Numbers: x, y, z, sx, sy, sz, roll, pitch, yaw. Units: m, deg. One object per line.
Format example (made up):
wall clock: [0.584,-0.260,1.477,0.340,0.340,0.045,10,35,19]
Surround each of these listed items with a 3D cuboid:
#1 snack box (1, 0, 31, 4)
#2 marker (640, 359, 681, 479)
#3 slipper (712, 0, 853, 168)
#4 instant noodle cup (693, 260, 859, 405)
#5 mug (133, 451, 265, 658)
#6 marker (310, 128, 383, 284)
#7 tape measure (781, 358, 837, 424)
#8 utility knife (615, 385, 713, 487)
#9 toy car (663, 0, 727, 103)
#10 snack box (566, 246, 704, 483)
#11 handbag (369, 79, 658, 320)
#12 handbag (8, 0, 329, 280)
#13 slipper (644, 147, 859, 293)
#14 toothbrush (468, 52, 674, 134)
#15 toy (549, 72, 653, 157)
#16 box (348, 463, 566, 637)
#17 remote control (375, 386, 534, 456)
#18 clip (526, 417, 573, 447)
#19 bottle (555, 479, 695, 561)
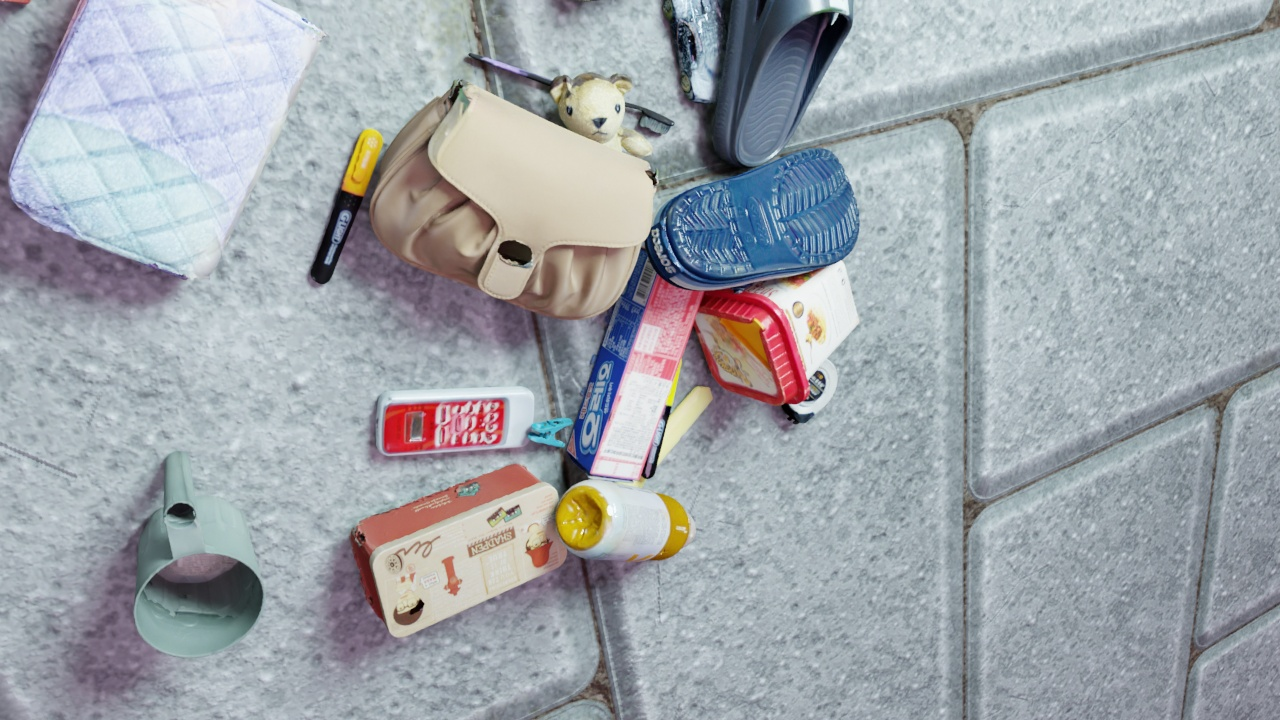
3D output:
snack box: [-0.398,-0.244,0.493,0.127,0.113,0.044,23,97,-32]
marker: [0.019,0.053,0.873,0.018,0.015,0.124,11,96,-20]
slipper: [0.134,-0.275,0.748,0.110,0.083,0.269,-16,132,-37]
instant noodle cup: [0.131,-0.037,0.858,0.124,0.116,0.117,-38,122,-26]
mug: [-0.329,0.137,0.675,0.083,0.103,0.124,-11,111,-25]
marker: [-0.222,-0.115,0.692,0.018,0.015,0.124,19,100,-27]
tape measure: [0.167,0.022,0.938,0.066,0.033,0.066,-39,123,-8]
utility knife: [0.020,0.085,0.893,0.151,0.018,0.031,-47,125,-3]
toy car: [0.054,-0.269,0.774,0.049,0.031,0.106,-25,119,-17]
snack box: [-0.005,0.005,0.827,0.058,0.057,0.207,12,101,-33]
handbag: [-0.091,-0.110,0.685,0.204,0.099,0.148,19,129,-23]
handbag: [-0.307,-0.162,0.596,0.134,0.075,0.194,25,96,-37]
slipper: [0.096,-0.112,0.802,0.252,0.095,0.105,-24,94,-40]
toothbrush: [-0.052,-0.216,0.747,0.188,0.014,0.017,10,115,-30]
toy: [-0.037,-0.154,0.747,0.105,0.066,0.157,-8,124,-9]
box: [-0.158,0.159,0.797,0.168,0.079,0.091,-19,115,-28]
remote control: [-0.156,0.051,0.784,0.135,0.020,0.056,-1,107,-28]
clip: [-0.082,0.065,0.821,0.055,0.013,0.038,4,108,-58]
bottle: [-0.005,0.151,0.845,0.068,0.068,0.189,-61,149,3]
